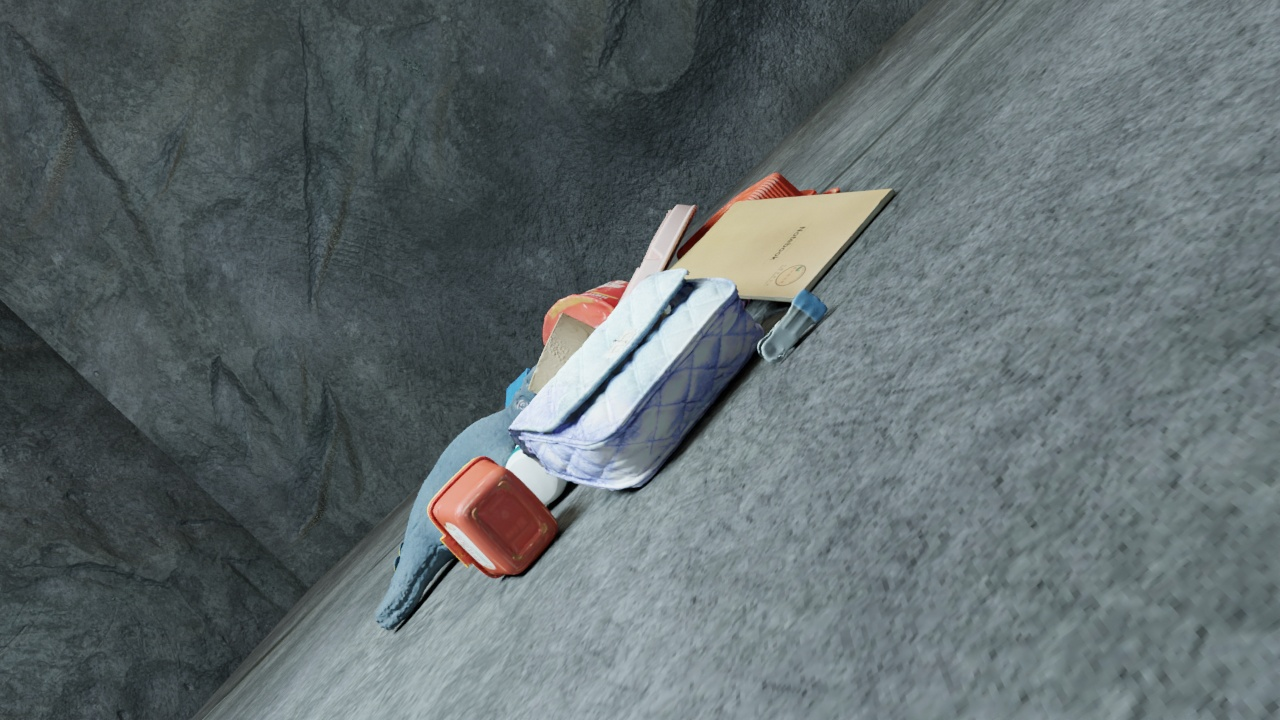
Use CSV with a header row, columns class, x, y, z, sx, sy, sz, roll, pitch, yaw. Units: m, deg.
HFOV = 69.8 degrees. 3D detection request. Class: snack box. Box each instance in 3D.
class,x,y,z,sx,sy,sz,roll,pitch,yaw
snack box,-0.120,0.132,0.761,0.081,0.091,0.080,-46,14,-21

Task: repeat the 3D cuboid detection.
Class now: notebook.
class,x,y,z,sx,sy,sz,roll,pitch,yaw
notebook,0.114,-0.107,0.850,0.147,0.008,0.208,-47,28,-21

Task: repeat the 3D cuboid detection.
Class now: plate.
class,x,y,z,sx,sy,sz,roll,pitch,yaw
plate,0.000,-0.075,1.028,0.229,0.028,0.229,-63,1,1

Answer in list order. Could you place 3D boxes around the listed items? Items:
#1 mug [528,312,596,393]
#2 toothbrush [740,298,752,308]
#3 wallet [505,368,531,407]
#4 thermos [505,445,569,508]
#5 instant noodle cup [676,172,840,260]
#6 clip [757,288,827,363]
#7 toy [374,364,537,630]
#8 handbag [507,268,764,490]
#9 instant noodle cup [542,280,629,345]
class,x,y,z,sx,sy,sz,roll,pitch,yaw
mug,-0.051,0.018,0.920,0.125,0.103,0.084,121,172,-69
toothbrush,0.097,-0.052,0.918,0.189,0.014,0.018,-45,19,-4
wallet,-0.150,0.085,1.188,0.107,0.040,0.133,-36,50,57
thermos,-0.086,0.084,0.959,0.073,0.073,0.223,-42,7,18
instant noodle cup,0.116,-0.134,1.023,0.188,0.079,0.165,-45,10,-20
clip,0.105,-0.022,0.642,0.057,0.025,0.031,-50,1,2
toy,-0.201,0.148,1.083,0.356,0.091,0.138,-57,14,-10
handbag,-0.002,0.008,0.725,0.134,0.075,0.193,1,43,50
instant noodle cup,-0.045,-0.040,1.216,0.138,0.138,0.108,-39,1,36
